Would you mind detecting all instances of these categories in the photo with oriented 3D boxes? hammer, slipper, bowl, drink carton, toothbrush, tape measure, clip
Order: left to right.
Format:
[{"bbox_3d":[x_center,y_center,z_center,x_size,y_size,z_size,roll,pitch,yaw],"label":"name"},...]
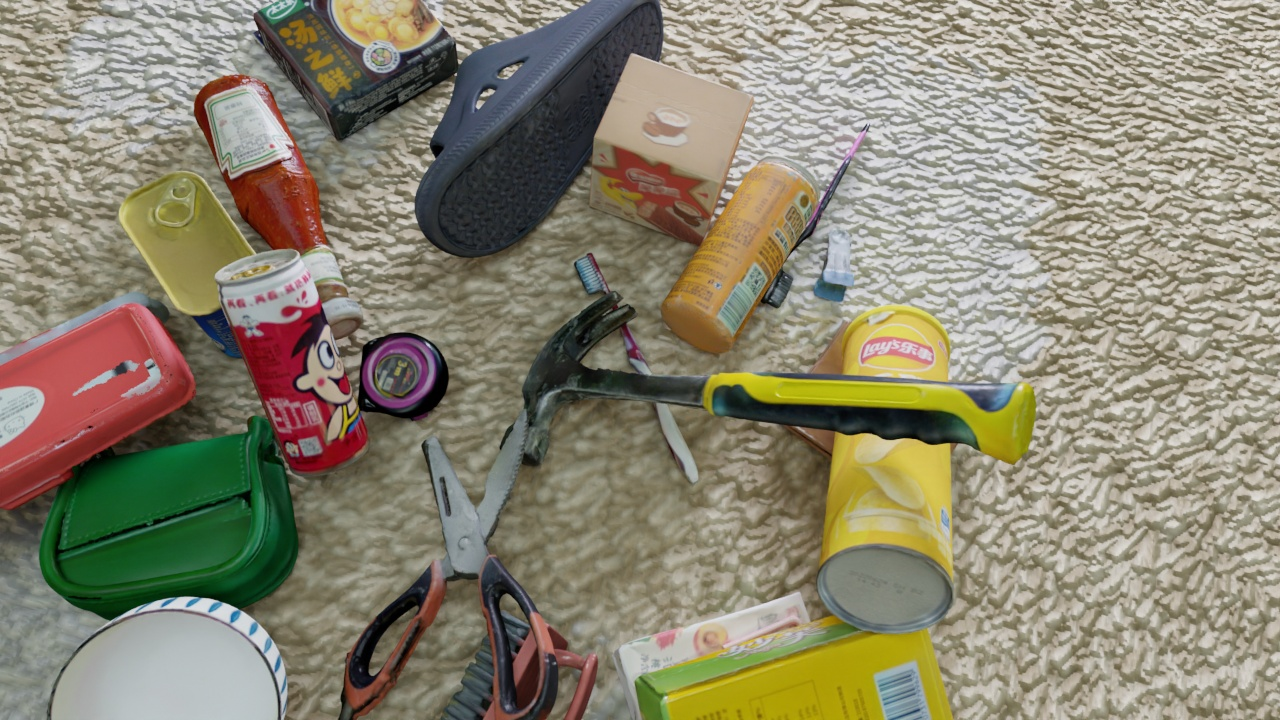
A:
[{"bbox_3d":[-0.256,0.187,0.516,0.116,0.066,0.116,-1,93,-10],"label":"bowl"},{"bbox_3d":[-0.158,0.011,0.616,0.058,0.039,0.057,-1,79,1],"label":"tape measure"},{"bbox_3d":[-0.082,-0.182,0.673,0.083,0.111,0.267,27,63,23],"label":"slipper"},{"bbox_3d":[-0.004,0.004,0.646,0.017,0.016,0.187,-24,73,-6],"label":"toothbrush"},{"bbox_3d":[0.049,0.186,0.565,0.122,0.046,0.053,-14,71,-11],"label":"drink carton"},{"bbox_3d":[0.060,0.018,0.545,0.324,0.032,0.126,3,62,35],"label":"hammer"},{"bbox_3d":[0.140,-0.115,0.707,0.018,0.014,0.188,33,69,-3],"label":"toothbrush"},{"bbox_3d":[0.148,-0.074,0.689,0.027,0.043,0.058,13,61,2],"label":"clip"}]

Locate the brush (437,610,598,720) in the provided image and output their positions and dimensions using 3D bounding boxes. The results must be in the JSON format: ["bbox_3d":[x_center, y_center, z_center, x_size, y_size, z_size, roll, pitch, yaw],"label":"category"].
[{"bbox_3d":[-0.083,0.224,0.529,0.069,0.063,0.145,23,69,18],"label":"brush"}]

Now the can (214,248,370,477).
[{"bbox_3d":[-0.211,0.002,0.562,0.053,0.133,0.053,-9,26,4],"label":"can"}]

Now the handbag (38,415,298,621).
[{"bbox_3d":[-0.282,0.095,0.563,0.131,0.068,0.120,-8,61,-7],"label":"handbag"}]

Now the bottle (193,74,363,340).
[{"bbox_3d":[-0.250,-0.106,0.642,0.059,0.060,0.206,-26,74,-14],"label":"bottle"}]

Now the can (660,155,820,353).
[{"bbox_3d":[0.074,-0.077,0.661,0.058,0.058,0.145,31,69,6],"label":"can"}]

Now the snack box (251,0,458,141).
[{"bbox_3d":[-0.223,-0.249,0.707,0.113,0.053,0.125,-37,82,-17],"label":"snack box"}]

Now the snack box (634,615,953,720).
[{"bbox_3d":[0.099,0.258,0.504,0.157,0.070,0.210,-13,85,-13],"label":"snack box"}]

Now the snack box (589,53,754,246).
[{"bbox_3d":[0.019,-0.150,0.664,0.093,0.094,0.077,20,69,2],"label":"snack box"}]

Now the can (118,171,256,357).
[{"bbox_3d":[-0.284,-0.060,0.607,0.057,0.083,0.102,-35,76,-17],"label":"can"}]

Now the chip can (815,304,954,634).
[{"bbox_3d":[0.149,0.055,0.547,0.072,0.072,0.212,18,41,2],"label":"chip can"}]

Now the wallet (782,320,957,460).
[{"bbox_3d":[0.169,0.037,0.649,0.115,0.020,0.101,34,68,11],"label":"wallet"}]

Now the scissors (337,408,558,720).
[{"bbox_3d":[-0.104,0.130,0.547,0.189,0.015,0.225,18,70,37],"label":"scissors"}]

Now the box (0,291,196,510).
[{"bbox_3d":[-0.376,0.028,0.545,0.201,0.074,0.154,-32,38,-17],"label":"box"}]
